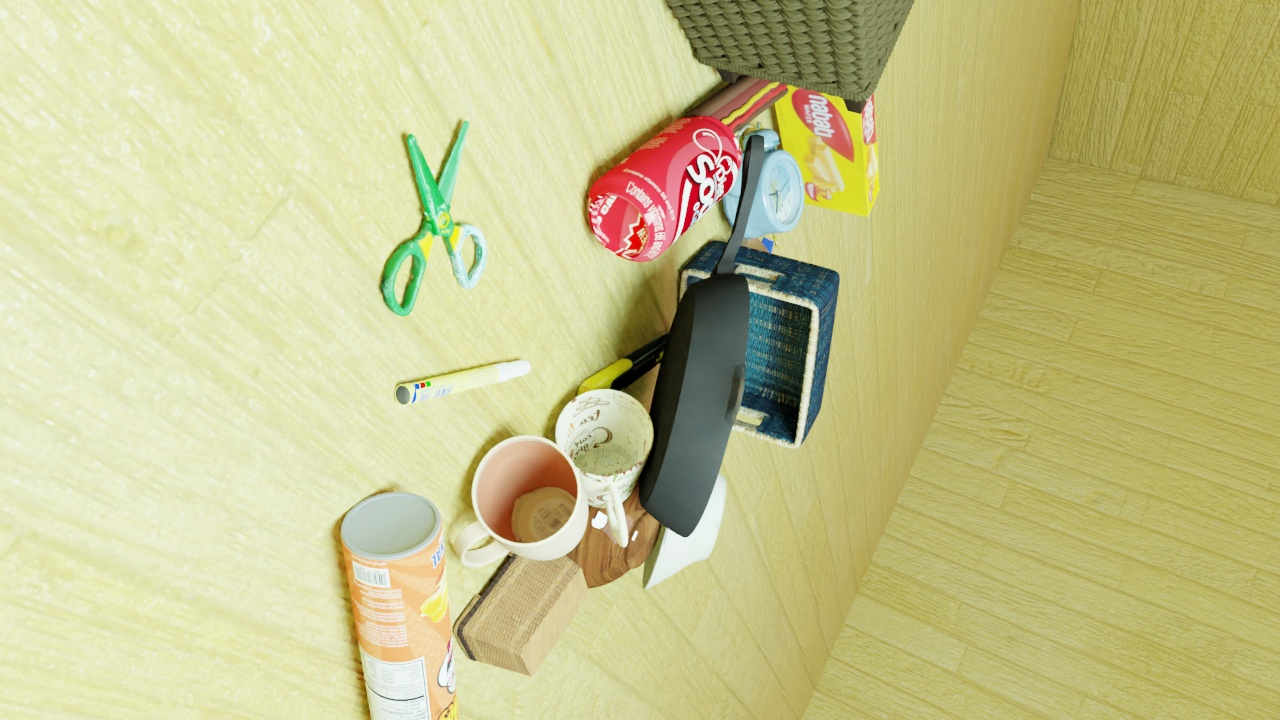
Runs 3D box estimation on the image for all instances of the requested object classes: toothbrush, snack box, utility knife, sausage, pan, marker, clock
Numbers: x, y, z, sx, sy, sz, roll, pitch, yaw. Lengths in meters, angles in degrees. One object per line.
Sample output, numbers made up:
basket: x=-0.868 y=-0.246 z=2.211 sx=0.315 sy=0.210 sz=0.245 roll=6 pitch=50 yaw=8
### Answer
toothbrush: x=0.122 y=-0.053 z=1.080 sx=0.016 sy=0.011 sz=0.187 roll=5 pitch=104 yaw=-64
snack box: x=0.199 y=-0.234 z=0.967 sx=0.042 sy=0.092 sz=0.201 roll=-63 pitch=154 yaw=-20
utility knife: x=-0.005 y=0.005 z=0.863 sx=0.170 sy=0.020 sz=0.029 roll=-35 pitch=140 yaw=-52
sausage: x=0.091 y=-0.235 z=0.835 sx=0.155 sy=0.040 sz=0.040 roll=-43 pitch=144 yaw=-36
pan: x=0.054 y=-0.029 z=0.793 sx=0.249 sy=0.043 sz=0.355 roll=135 pitch=-32 yaw=-81
marker: x=-0.120 y=0.013 z=0.642 sx=0.132 sy=0.014 sz=0.014 roll=-15 pitch=122 yaw=-60
clock: x=0.120 y=-0.178 z=0.919 sx=0.124 sy=0.052 sz=0.088 roll=56 pitch=52 yaw=-36

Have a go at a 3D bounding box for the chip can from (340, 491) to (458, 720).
chip can: x=-0.162 y=0.191 z=0.634 sx=0.062 sy=0.062 sz=0.211 roll=-39 pitch=142 yaw=-47

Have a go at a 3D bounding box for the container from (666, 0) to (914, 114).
container: x=0.155 y=-0.374 z=0.723 sx=0.320 sy=0.176 sz=0.205 roll=-65 pitch=158 yaw=-10

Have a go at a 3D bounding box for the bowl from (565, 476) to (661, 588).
bowl: x=-0.022 y=0.160 z=0.885 sx=0.146 sy=0.069 sz=0.147 roll=-44 pitch=145 yaw=-43

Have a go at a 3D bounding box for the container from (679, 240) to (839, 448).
container: x=0.118 y=-0.017 z=0.943 sx=0.071 sy=0.145 sz=0.188 roll=-49 pitch=148 yaw=-44

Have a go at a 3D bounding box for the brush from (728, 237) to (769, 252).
brush: x=0.119 y=-0.097 z=1.009 sx=0.049 sy=0.039 sz=0.117 roll=-68 pitch=155 yaw=-9

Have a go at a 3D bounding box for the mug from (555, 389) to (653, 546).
mug: x=-0.026 y=0.100 z=0.784 sx=0.081 sy=0.121 sz=0.097 roll=-13 pitch=151 yaw=-10

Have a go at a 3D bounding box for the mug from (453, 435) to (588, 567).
mug: x=-0.093 y=0.123 z=0.716 sx=0.111 sy=0.085 sz=0.104 roll=-34 pitch=158 yaw=-9

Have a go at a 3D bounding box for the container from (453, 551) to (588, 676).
container: x=-0.096 y=0.210 z=0.782 sx=0.113 sy=0.061 sz=0.063 roll=-52 pitch=150 yaw=-32

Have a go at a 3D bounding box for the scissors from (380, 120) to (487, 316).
scissors: x=-0.120 y=-0.087 z=0.569 sx=0.119 sy=0.012 sz=0.129 roll=8 pitch=103 yaw=-66

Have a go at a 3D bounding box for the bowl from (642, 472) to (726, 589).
bowl: x=0.051 y=0.158 z=0.957 sx=0.176 sy=0.058 sz=0.176 roll=-173 pitch=-83 yaw=-88

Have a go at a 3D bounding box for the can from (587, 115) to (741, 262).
can: x=0.021 y=-0.140 z=0.738 sx=0.142 sy=0.074 sz=0.074 roll=-46 pitch=146 yaw=-40
